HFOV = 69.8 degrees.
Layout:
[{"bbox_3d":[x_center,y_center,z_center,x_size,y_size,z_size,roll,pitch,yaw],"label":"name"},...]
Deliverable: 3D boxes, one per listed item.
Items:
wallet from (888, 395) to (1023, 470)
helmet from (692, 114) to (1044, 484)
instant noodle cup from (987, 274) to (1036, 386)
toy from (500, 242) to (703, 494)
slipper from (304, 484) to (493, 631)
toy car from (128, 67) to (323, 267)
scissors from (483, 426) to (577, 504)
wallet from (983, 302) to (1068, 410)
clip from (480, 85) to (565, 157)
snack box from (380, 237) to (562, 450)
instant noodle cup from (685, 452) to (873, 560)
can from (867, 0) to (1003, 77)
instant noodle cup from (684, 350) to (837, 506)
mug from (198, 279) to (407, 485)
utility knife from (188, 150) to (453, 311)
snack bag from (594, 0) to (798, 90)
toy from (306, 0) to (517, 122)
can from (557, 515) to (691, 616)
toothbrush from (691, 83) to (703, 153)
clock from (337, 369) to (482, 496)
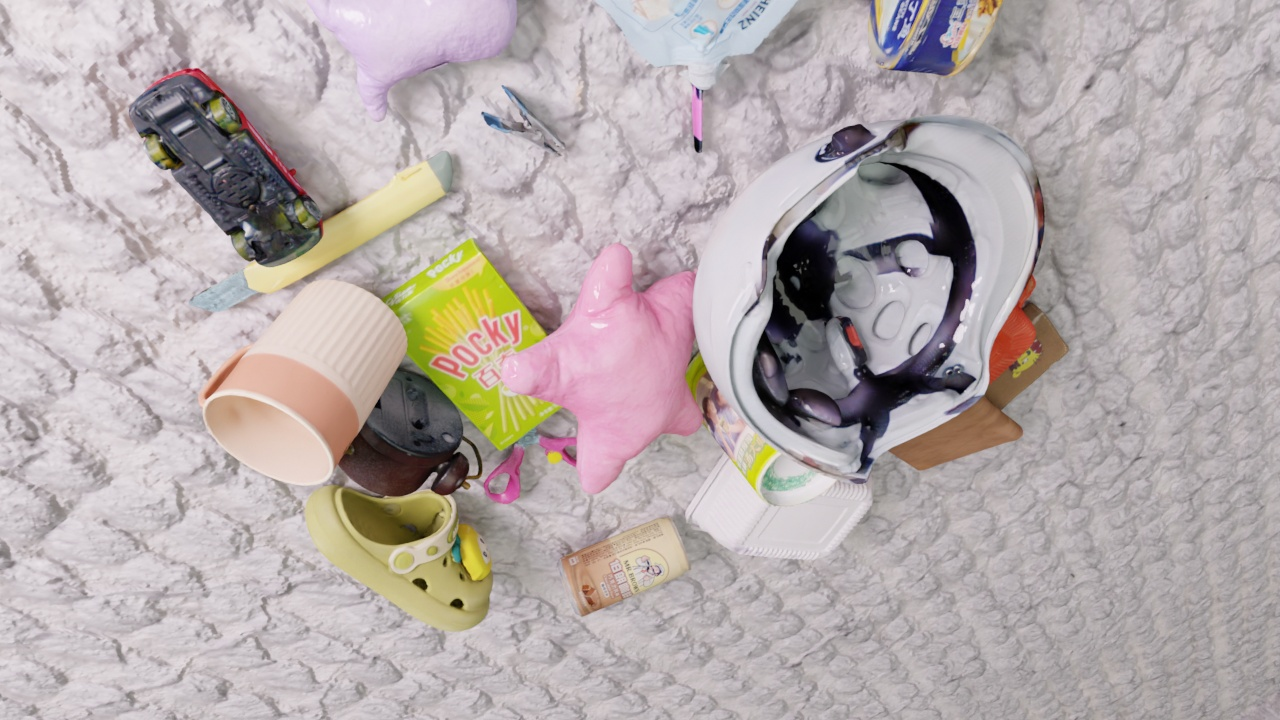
[{"bbox_3d":[0.294,0.068,0.890,0.116,0.020,0.101,-28,134,36],"label":"wallet"},{"bbox_3d":[0.143,-0.057,0.650,0.258,0.146,0.229,-45,123,-10],"label":"helmet"},{"bbox_3d":[0.251,-0.022,0.782,0.164,0.079,0.189,27,114,-39],"label":"instant noodle cup"},{"bbox_3d":[-0.004,0.004,0.678,0.178,0.075,0.195,-48,135,-16],"label":"toy"},{"bbox_3d":[-0.176,0.148,0.734,0.082,0.091,0.190,-40,130,9],"label":"slipper"},{"bbox_3d":[-0.228,-0.107,0.516,0.053,0.045,0.120,-27,129,2],"label":"toy car"},{"bbox_3d":[-0.096,0.070,0.751,0.131,0.017,0.133,-44,128,14],"label":"scissors"},{"bbox_3d":[0.353,0.006,0.886,0.115,0.033,0.090,-45,131,12],"label":"wallet"},{"bbox_3d":[-0.068,-0.145,0.570,0.058,0.027,0.045,30,104,-40],"label":"clip"},{"bbox_3d":[-0.111,-0.007,0.662,0.086,0.026,0.156,-35,132,0],"label":"snack box"},{"bbox_3d":[0.146,0.137,0.888,0.173,0.060,0.138,11,123,-33],"label":"instant noodle cup"},{"bbox_3d":[0.189,-0.249,0.560,0.049,0.074,0.148,-1,128,-19],"label":"can"},{"bbox_3d":[0.106,0.051,0.748,0.111,0.123,0.112,-13,133,-14],"label":"instant noodle cup"},{"bbox_3d":[-0.218,0.012,0.577,0.115,0.105,0.082,1,134,22],"label":"mug"},{"bbox_3d":[-0.197,-0.076,0.576,0.188,0.020,0.031,-32,130,-3],"label":"utility knife"},{"bbox_3d":[0.005,-0.230,0.507,0.191,0.038,0.110,23,120,-33],"label":"snack bag"},{"bbox_3d":[-0.117,-0.183,0.504,0.108,0.039,0.084,-23,135,-4],"label":"toy"},{"bbox_3d":[-0.016,0.193,0.862,0.116,0.058,0.058,-22,134,-6],"label":"can"},{"bbox_3d":[0.037,-0.214,0.565,0.017,0.014,0.189,-22,135,-18],"label":"toothbrush"},{"bbox_3d":[-0.165,0.056,0.662,0.121,0.082,0.055,21,122,-35],"label":"clock"}]
